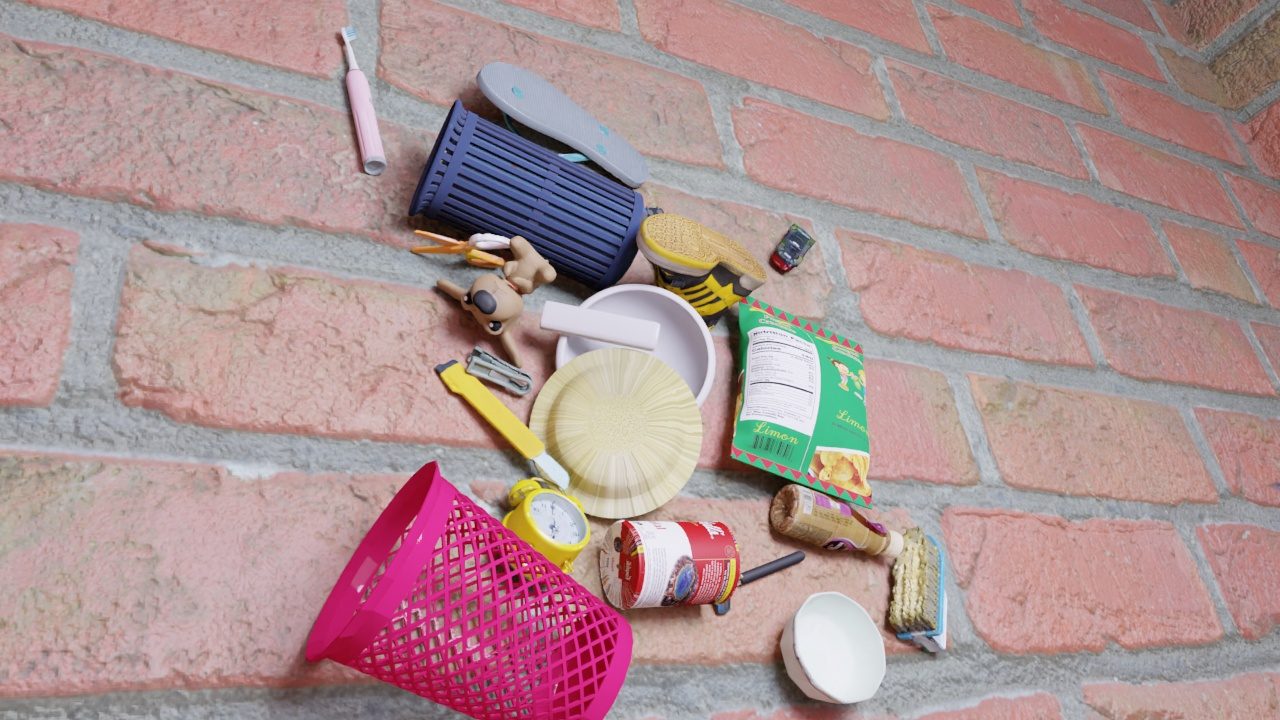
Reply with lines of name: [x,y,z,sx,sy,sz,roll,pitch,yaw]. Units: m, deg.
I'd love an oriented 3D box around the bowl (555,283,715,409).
bowl: [-0.006,0.006,1.037,0.176,0.066,0.176,0,75,-2]

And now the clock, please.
clock: [-0.095,0.162,0.904,0.083,0.057,0.118,27,29,-22]

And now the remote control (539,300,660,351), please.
remote control: [-0.044,-0.038,1.005,0.131,0.012,0.033,11,75,2]

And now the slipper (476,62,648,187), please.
slipper: [-0.106,-0.308,1.221,0.268,0.055,0.098,25,48,-29]

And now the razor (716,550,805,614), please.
razor: [0.132,0.238,1.022,0.144,0.022,0.043,-12,110,-41]

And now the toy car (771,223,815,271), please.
toy car: [0.219,-0.161,1.319,0.042,0.036,0.091,40,49,-2]

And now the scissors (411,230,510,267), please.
scissors: [-0.193,-0.126,1.014,0.125,0.128,0.011,15,72,-45]

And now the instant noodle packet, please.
instant noodle packet: [0.201,0.045,1.139,0.195,0.091,0.252,21,50,-17]

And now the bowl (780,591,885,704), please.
bowl: [0.197,0.313,0.982,0.117,0.061,0.117,16,54,-23]

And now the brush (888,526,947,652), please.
brush: [0.340,0.272,1.102,0.075,0.056,0.135,44,45,-29]

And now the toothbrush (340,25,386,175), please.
toothbrush: [-0.335,-0.318,1.097,0.026,0.027,0.222,-15,67,-6]

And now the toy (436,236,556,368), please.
toy: [-0.144,-0.075,0.994,0.134,0.108,0.105,46,4,3]

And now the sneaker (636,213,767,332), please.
sneaker: [0.047,-0.095,1.098,0.238,0.122,0.086,9,43,-51]

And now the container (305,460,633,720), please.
container: [-0.132,0.223,0.782,0.225,0.184,0.182,36,49,-16]

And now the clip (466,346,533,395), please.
clip: [-0.152,0.016,0.984,0.078,0.023,0.050,32,21,-2]

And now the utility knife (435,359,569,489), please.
utility knife: [-0.142,0.065,0.955,0.191,0.018,0.030,41,54,15]

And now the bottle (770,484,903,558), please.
bottle: [0.236,0.196,1.082,0.166,0.060,0.059,21,52,-19]

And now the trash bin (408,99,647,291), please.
trash bin: [-0.124,-0.182,1.063,0.249,0.140,0.139,23,52,-19]

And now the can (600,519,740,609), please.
can: [0.029,0.207,0.934,0.116,0.087,0.086,6,58,-28]

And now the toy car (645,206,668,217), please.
toy car: [0.030,-0.154,1.203,0.046,0.034,0.112,-8,64,-35]

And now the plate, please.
plate: [-0.026,0.071,0.964,0.184,0.036,0.184,0,75,-2]
